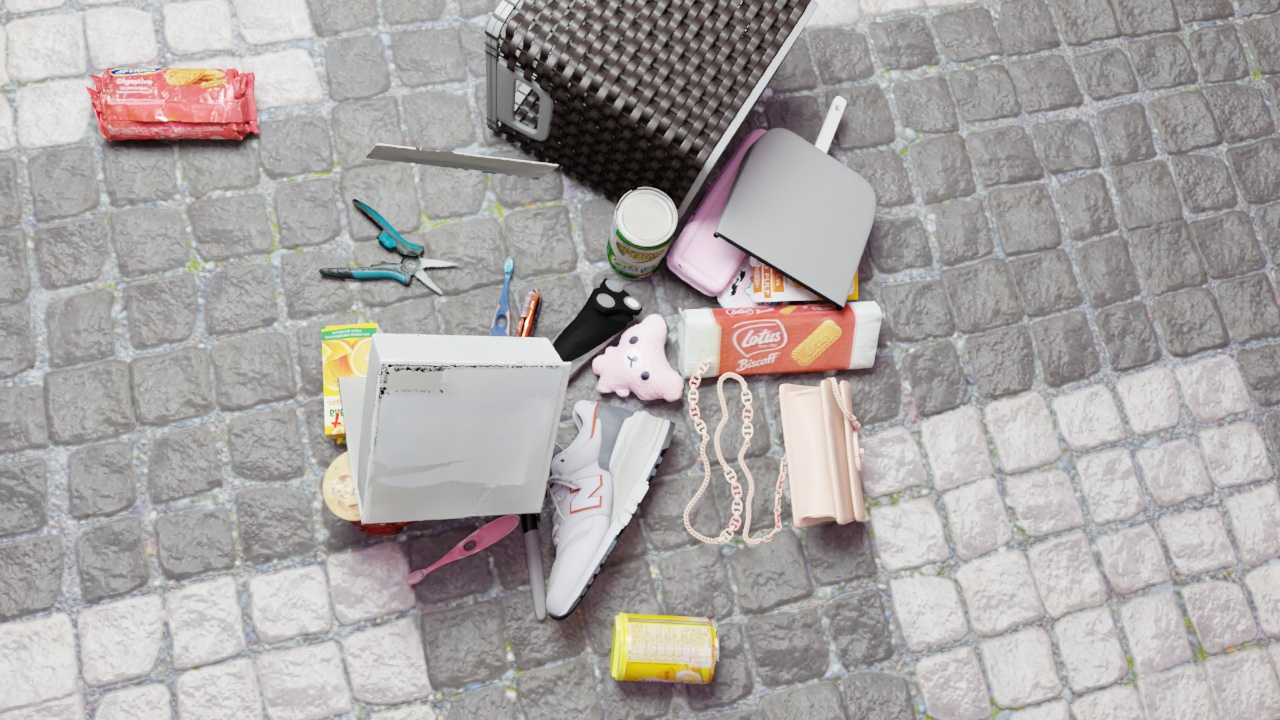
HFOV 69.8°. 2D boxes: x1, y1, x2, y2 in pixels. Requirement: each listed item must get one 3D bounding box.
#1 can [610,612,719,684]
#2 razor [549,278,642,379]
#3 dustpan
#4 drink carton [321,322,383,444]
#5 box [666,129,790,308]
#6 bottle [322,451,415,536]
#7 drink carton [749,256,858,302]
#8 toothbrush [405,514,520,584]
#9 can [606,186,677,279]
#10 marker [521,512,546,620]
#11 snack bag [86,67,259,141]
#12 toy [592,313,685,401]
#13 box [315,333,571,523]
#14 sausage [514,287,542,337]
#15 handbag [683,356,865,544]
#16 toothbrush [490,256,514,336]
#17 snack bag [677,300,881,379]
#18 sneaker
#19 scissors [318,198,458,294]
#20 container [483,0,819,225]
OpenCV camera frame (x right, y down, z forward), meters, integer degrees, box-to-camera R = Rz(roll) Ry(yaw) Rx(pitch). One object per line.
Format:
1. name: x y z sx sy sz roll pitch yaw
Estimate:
1. can: 0.024 0.296 0.944 0.105 0.068 0.067 5 78 -5
2. razor: -0.070 -0.020 1.008 0.057 0.060 0.156 45 97 16
3. dustpan: 0.190 -0.199 1.021 0.163 0.033 0.257 29 70 -13
4. drink carton: -0.304 0.026 0.979 0.058 0.041 0.122 -5 80 -7
5. box: 0.137 -0.148 1.043 0.153 0.041 0.201 34 77 -7
6. bottle: -0.258 0.130 0.928 0.099 0.111 0.099 -1 75 5
7. drink carton: 0.182 -0.096 1.027 0.122 0.040 0.058 -3 94 -26
8. toothbrush: -0.187 0.200 0.968 0.135 0.016 0.021 -30 85 -10
9. can: 0.000 -0.136 1.001 0.067 0.121 0.067 1 78 -6
10. marker: -0.111 0.205 0.976 0.022 0.016 0.138 -4 79 -31
11. snack bag: -0.510 -0.278 1.001 0.176 0.082 0.082 -2 79 -5
12. toy: -0.006 0.006 1.009 0.096 0.053 0.099 -16 79 4
13. box: -0.222 0.087 0.941 0.167 0.447 0.164 2 78 -26
14. sausage: -0.135 -0.009 1.014 0.020 0.020 0.155 16 77 -3
15. handbag: 0.149 0.094 1.008 0.187 0.116 0.198 -8 83 25
16. toothbrush: -0.154 -0.052 1.022 0.021 0.017 0.135 6 78 -3
17. snack bag: 0.153 -0.024 1.021 0.225 0.041 0.078 -4 119 -8
18. sneaker: -0.067 0.141 0.964 0.124 0.089 0.239 30 69 5
19. scissors: -0.288 -0.112 1.020 0.118 0.019 0.148 -43 87 -13
20. container: 0.006 -0.319 0.979 0.243 0.248 0.245 33 77 -2
